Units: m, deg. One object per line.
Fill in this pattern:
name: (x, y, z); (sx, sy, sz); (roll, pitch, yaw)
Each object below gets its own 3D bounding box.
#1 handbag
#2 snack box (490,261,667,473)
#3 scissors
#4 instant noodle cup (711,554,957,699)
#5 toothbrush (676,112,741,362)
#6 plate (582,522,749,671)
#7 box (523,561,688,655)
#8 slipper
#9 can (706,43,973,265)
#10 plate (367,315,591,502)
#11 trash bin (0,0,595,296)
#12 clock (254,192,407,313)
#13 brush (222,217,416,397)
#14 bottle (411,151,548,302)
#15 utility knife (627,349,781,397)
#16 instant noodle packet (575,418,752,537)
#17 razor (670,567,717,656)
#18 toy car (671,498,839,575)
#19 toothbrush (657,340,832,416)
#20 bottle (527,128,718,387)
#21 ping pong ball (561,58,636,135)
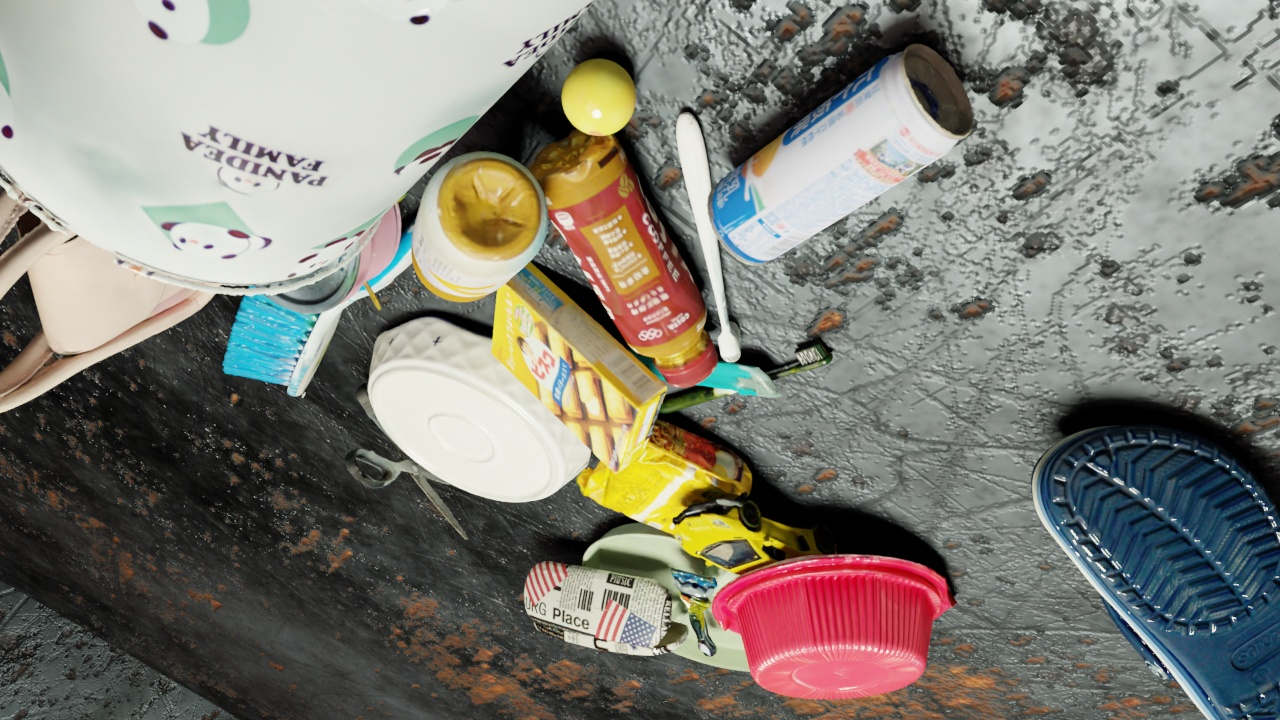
handbag: (-0.406, -0.060, 0.658); (0.093, 0.233, 0.194); (31, 142, -2)
snack box: (-0.047, 0.005, 0.645); (0.140, 0.033, 0.087); (44, 146, 19)
scissors: (-0.210, 0.097, 0.836); (0.014, 0.159, 0.181); (-28, 94, 16)
instant noodle cup: (0.155, 0.220, 0.730); (0.194, 0.065, 0.194); (0, 143, 0)
toothbrush: (0.044, -0.070, 0.561); (0.016, 0.016, 0.180); (1, 133, 20)
plate: (0.053, 0.227, 0.876); (0.230, 0.027, 0.231); (16, 140, 14)
box: (-0.036, 0.233, 0.881); (0.163, 0.076, 0.087); (5, 109, 31)
slipper: (0.336, 0.134, 0.560); (0.253, 0.105, 0.095); (49, 180, -6)
can: (0.096, -0.100, 0.463); (0.053, 0.053, 0.135); (41, 140, -17)
plate: (-0.141, 0.051, 0.776); (0.205, 0.045, 0.205); (17, 142, 14)
trash bin: (-0.139, -0.180, 0.392); (0.253, 0.228, 0.229); (-24, 119, 38)
clock: (-0.236, -0.105, 0.624); (0.158, 0.059, 0.117); (29, 122, 11)
brush: (-0.254, -0.052, 0.729); (0.109, 0.060, 0.316); (31, 140, -13)
bottle: (-0.105, -0.073, 0.561); (0.068, 0.068, 0.190); (37, 167, -12)
utility knife: (-0.004, 0.004, 0.664); (0.223, 0.013, 0.029); (8, 135, 31)
instant noodle packet: (0.017, 0.096, 0.734); (0.110, 0.044, 0.129); (28, 144, -9)
razor: (0.054, 0.241, 0.852); (0.043, 0.022, 0.143); (12, 140, 23)
toy car: (0.090, 0.146, 0.720); (0.155, 0.041, 0.071); (26, 141, -35)
toothbrush: (0.057, 0.018, 0.652); (0.186, 0.012, 0.017); (-21, 116, 43)
bottle: (-0.004, -0.057, 0.566); (0.058, 0.057, 0.175); (-5, 131, 35)
ping pong ball: (-0.022, -0.142, 0.495); (0.040, 0.040, 0.040); (16, 140, 14)
